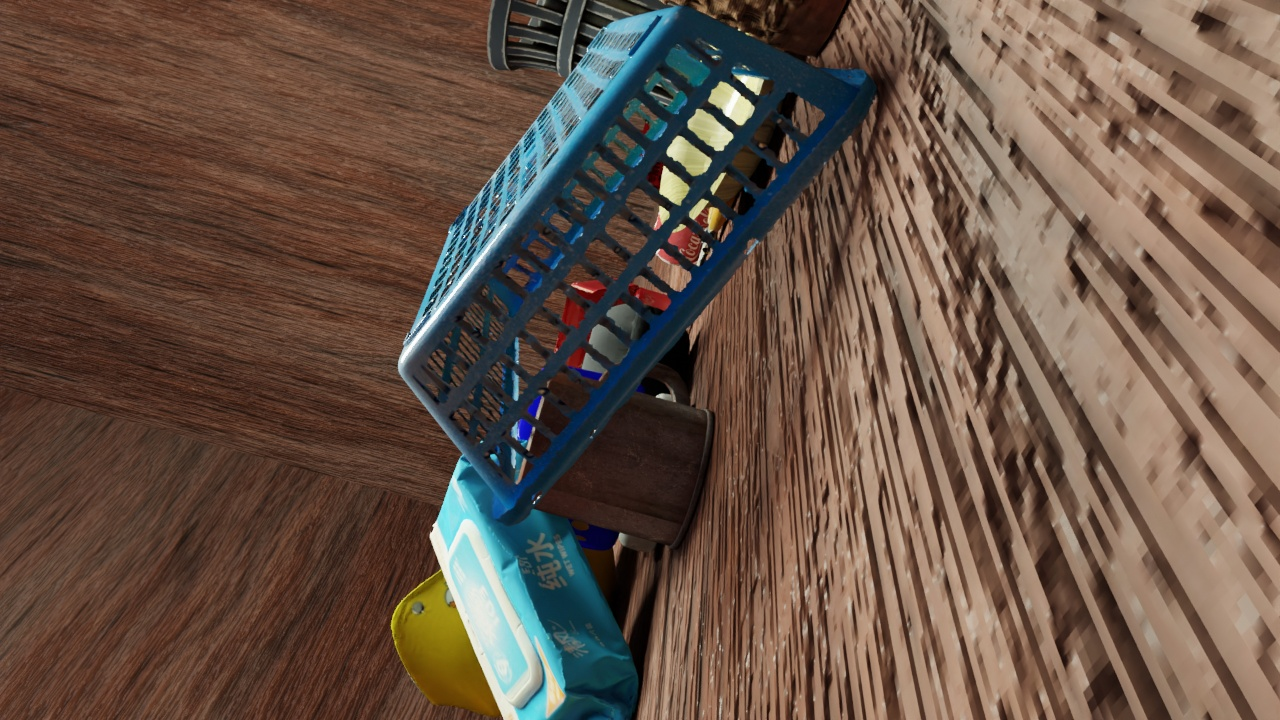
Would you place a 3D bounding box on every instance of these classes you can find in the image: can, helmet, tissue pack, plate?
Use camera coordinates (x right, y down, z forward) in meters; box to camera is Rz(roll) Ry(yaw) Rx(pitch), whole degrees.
[{"bbox_3d":[0.045,-0.139,0.874,0.097,0.054,0.053,110,174,-52],"label":"can"},{"bbox_3d":[-0.086,0.192,0.785,0.209,0.140,0.239,80,-150,-57],"label":"helmet"},{"bbox_3d":[-0.074,0.162,0.611,0.209,0.065,0.117,59,142,24],"label":"tissue pack"},{"bbox_3d":[0.069,-0.179,0.688,0.184,0.036,0.184,-164,91,-73],"label":"plate"}]

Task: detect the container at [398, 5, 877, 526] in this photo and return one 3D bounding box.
[{"bbox_3d":[-0.033,-0.096,0.543,0.257,0.089,0.362,-50,17,10],"label":"container"}]

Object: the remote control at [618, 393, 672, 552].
[{"bbox_3d":[0.010,0.079,0.658,0.060,0.028,0.114,110,175,-65],"label":"remote control"}]

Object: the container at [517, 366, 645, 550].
[{"bbox_3d":[-0.047,0.073,0.693,0.114,0.085,0.084,98,-174,-48],"label":"container"}]

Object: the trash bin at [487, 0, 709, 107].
[{"bbox_3d":[-0.002,-0.307,0.842,0.164,0.227,0.164,38,-106,-89],"label":"trash bin"}]

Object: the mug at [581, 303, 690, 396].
[{"bbox_3d":[-0.004,0.004,0.742,0.122,0.085,0.094,103,180,-50],"label":"mug"}]

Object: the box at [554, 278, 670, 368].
[{"bbox_3d":[-0.016,-0.003,1.051,0.136,0.126,0.157,-28,-46,-66],"label":"box"}]

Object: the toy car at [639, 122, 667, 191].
[{"bbox_3d":[0.042,-0.195,0.938,0.169,0.062,0.070,-10,-63,-74],"label":"toy car"}]

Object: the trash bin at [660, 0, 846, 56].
[{"bbox_3d":[0.027,-0.283,0.537,0.151,0.210,0.151,-167,93,-86],"label":"trash bin"}]

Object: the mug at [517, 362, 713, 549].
[{"bbox_3d":[-0.014,0.047,0.580,0.096,0.110,0.122,118,167,-52],"label":"mug"}]

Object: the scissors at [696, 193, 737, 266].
[{"bbox_3d":[0.064,-0.118,0.786,0.113,0.016,0.229,-86,13,-74],"label":"scissors"}]
